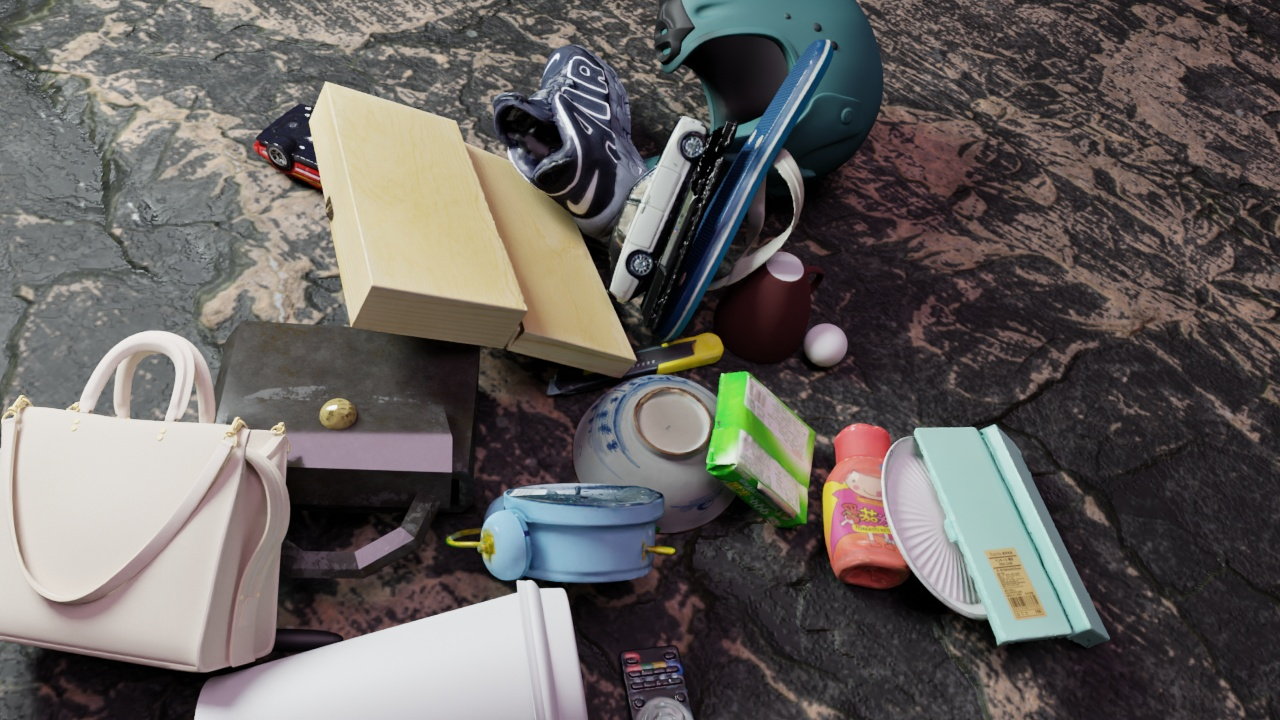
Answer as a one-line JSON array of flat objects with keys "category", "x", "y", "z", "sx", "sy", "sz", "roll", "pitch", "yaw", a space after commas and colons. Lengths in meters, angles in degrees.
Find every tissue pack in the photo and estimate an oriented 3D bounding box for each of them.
[{"category": "tissue pack", "x": 0.101, "y": 0.075, "z": 0.751, "sx": 0.114, "sy": 0.034, "sz": 0.099, "roll": 42, "pitch": 44, "yaw": -31}]

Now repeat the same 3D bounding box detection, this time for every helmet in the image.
[{"category": "helmet", "x": 0.122, "y": -0.267, "z": 0.937, "sx": 0.274, "sy": 0.177, "sz": 0.200, "roll": -10, "pitch": 98, "yaw": -28}]

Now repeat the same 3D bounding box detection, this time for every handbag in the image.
[{"category": "handbag", "x": -0.220, "y": 0.067, "z": 0.673, "sx": 0.197, "sy": 0.103, "sz": 0.199, "roll": 2, "pitch": 54, "yaw": -11}, {"category": "handbag", "x": -0.315, "y": 0.080, "z": 0.581, "sx": 0.195, "sy": 0.101, "sz": 0.197, "roll": 5, "pitch": 82, "yaw": 11}]

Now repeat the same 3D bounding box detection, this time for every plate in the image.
[{"category": "plate", "x": 0.248, "y": 0.135, "z": 0.747, "sx": 0.157, "sy": 0.014, "sz": 0.156, "roll": 23, "pitch": 48, "yaw": -28}]

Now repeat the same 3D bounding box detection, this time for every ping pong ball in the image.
[{"category": "ping pong ball", "x": 0.173, "y": -0.014, "z": 0.857, "sx": 0.040, "sy": 0.040, "sz": 0.040, "roll": 6, "pitch": 53, "yaw": -8}]

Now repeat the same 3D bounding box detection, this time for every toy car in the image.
[{"category": "toy car", "x": -0.275, "y": -0.192, "z": 0.879, "sx": 0.189, "sy": 0.056, "sz": 0.081, "roll": 24, "pitch": 52, "yaw": 12}, {"category": "toy car", "x": 0.018, "y": -0.126, "z": 0.805, "sx": 0.071, "sy": 0.094, "sz": 0.192, "roll": 23, "pitch": 97, "yaw": -5}]

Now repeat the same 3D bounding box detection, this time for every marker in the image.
[{"category": "marker", "x": -0.272, "y": 0.192, "z": 0.626, "sx": 0.134, "sy": 0.015, "sz": 0.018, "roll": 4, "pitch": 82, "yaw": -10}]

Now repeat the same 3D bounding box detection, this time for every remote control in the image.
[{"category": "remote control", "x": 0.018, "y": 0.266, "z": 0.632, "sx": 0.045, "sy": 0.021, "sz": 0.140, "roll": -1, "pitch": 50, "yaw": -15}]

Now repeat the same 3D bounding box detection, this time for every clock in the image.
[{"category": "clock", "x": -0.058, "y": 0.121, "z": 0.664, "sx": 0.162, "sy": 0.118, "sz": 0.060, "roll": 1, "pitch": 89, "yaw": -3}]

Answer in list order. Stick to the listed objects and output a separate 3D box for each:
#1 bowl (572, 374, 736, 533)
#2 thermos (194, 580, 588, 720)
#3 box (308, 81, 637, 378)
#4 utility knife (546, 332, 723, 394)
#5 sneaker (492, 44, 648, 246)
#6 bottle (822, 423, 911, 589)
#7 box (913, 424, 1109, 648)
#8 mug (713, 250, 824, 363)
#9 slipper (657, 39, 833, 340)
[{"category": "bowl", "x": 0.021, "y": 0.063, "z": 0.757, "sx": 0.150, "sy": 0.057, "sz": 0.150, "roll": 6, "pitch": 54, "yaw": -8}, {"category": "thermos", "x": -0.148, "y": 0.218, "z": 0.573, "sx": 0.221, "sy": 0.132, "sz": 0.131, "roll": -8, "pitch": 56, "yaw": -9}, {"category": "box", "x": -0.141, "y": -0.107, "z": 0.777, "sx": 0.253, "sy": 0.068, "sz": 0.246, "roll": 18, "pitch": 38, "yaw": -43}, {"category": "utility knife", "x": -0.005, "y": 0.005, "z": 0.819, "sx": 0.172, "sy": 0.020, "sz": 0.028, "roll": -14, "pitch": 57, "yaw": -20}, {"category": "sneaker", "x": -0.084, "y": -0.231, "z": 0.880, "sx": 0.150, "sy": 0.097, "sz": 0.252, "roll": 24, "pitch": 38, "yaw": -44}, {"category": "bottle", "x": 0.187, "y": 0.117, "z": 0.759, "sx": 0.071, "sy": 0.049, "sz": 0.134, "roll": 12, "pitch": 52, "yaw": -8}, {"category": "box", "x": 0.305, "y": 0.138, "z": 0.749, "sx": 0.138, "sy": 0.052, "sz": 0.186, "roll": 16, "pitch": 47, "yaw": -38}, {"category": "mug", "x": 0.131, "y": -0.063, "z": 0.853, "sx": 0.113, "sy": 0.089, "sz": 0.087, "roll": -26, "pitch": 64, "yaw": -27}, {"category": "slipper", "x": 0.103, "y": -0.142, "z": 0.823, "sx": 0.060, "sy": 0.295, "sz": 0.118, "roll": 26, "pitch": 12, "yaw": -13}]
